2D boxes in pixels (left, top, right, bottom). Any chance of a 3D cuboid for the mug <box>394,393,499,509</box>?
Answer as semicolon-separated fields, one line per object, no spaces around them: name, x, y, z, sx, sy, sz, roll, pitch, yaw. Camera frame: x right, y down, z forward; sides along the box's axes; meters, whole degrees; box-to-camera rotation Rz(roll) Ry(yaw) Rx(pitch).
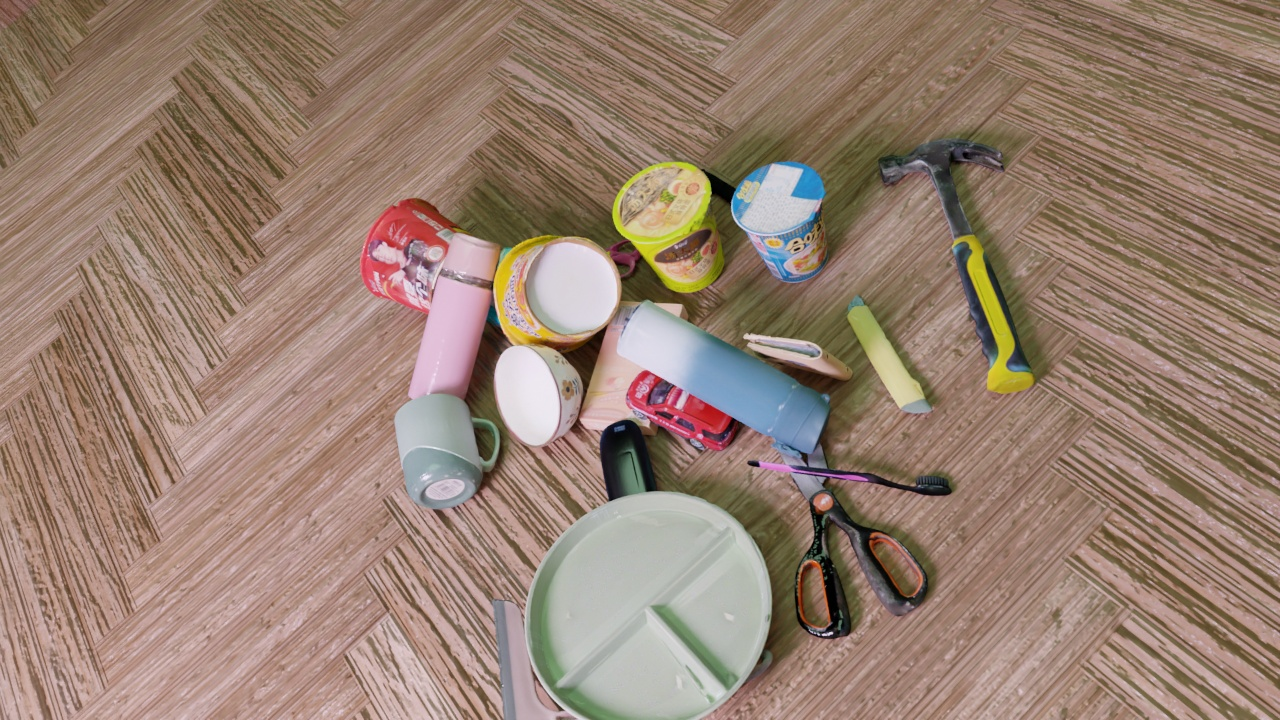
mug;-0.209;0.101;1.017;0.111;0.082;0.106;-6;50;-20

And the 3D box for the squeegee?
squeegee;0.000;0.302;0.824;0.250;0.040;0.247;-17;50;4

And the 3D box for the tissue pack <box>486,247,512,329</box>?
tissue pack;-0.141;-0.076;1.112;0.133;0.050;0.093;29;75;33

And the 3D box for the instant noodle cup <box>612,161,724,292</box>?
instant noodle cup;0.043;-0.141;1.036;0.112;0.123;0.111;-11;56;17

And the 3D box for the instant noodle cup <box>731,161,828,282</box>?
instant noodle cup;0.160;-0.142;0.997;0.099;0.110;0.099;-11;56;16

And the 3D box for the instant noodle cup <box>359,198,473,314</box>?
instant noodle cup;-0.261;-0.119;1.141;0.109;0.138;0.137;28;72;24

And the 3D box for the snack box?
snack box;-0.006;0.006;1.021;0.084;0.026;0.157;5;62;23

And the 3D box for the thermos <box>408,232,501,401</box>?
thermos;-0.214;-0.047;1.071;0.067;0.087;0.198;14;94;-7

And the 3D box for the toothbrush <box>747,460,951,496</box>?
toothbrush;0.195;0.107;0.866;0.189;0.014;0.017;7;50;12

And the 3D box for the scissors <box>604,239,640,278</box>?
scissors;-0.060;-0.131;1.139;0.133;0.017;0.056;9;69;30

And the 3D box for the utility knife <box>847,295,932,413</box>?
utility knife;0.248;-0.008;0.935;0.031;0.018;0.166;-22;55;3

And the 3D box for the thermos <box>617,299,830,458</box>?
thermos;0.083;0.018;0.904;0.220;0.070;0.070;30;73;15

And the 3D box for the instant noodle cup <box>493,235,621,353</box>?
instant noodle cup;-0.087;-0.076;1.015;0.138;0.138;0.110;-48;13;-12

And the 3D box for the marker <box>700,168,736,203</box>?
marker;0.113;-0.196;1.106;0.132;0.020;0.022;40;96;36

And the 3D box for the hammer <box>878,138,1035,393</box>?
hammer;0.345;-0.110;0.952;0.126;0.032;0.322;-15;55;14

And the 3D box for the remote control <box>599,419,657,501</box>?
remote control;-0.012;0.123;0.937;0.053;0.024;0.136;-20;66;12

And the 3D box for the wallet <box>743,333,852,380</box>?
wallet;0.154;-0.004;0.911;0.087;0.115;0.024;15;88;29

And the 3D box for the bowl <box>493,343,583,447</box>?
bowl;-0.104;0.034;1.009;0.113;0.114;0.062;32;32;34

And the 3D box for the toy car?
toy car;0.043;0.048;0.948;0.120;0.045;0.052;23;63;13

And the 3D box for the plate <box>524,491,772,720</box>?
plate;0.007;0.226;0.839;0.230;0.027;0.229;-8;51;10

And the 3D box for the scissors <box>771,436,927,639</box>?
scissors;0.167;0.155;0.861;0.189;0.022;0.229;-46;55;-11
